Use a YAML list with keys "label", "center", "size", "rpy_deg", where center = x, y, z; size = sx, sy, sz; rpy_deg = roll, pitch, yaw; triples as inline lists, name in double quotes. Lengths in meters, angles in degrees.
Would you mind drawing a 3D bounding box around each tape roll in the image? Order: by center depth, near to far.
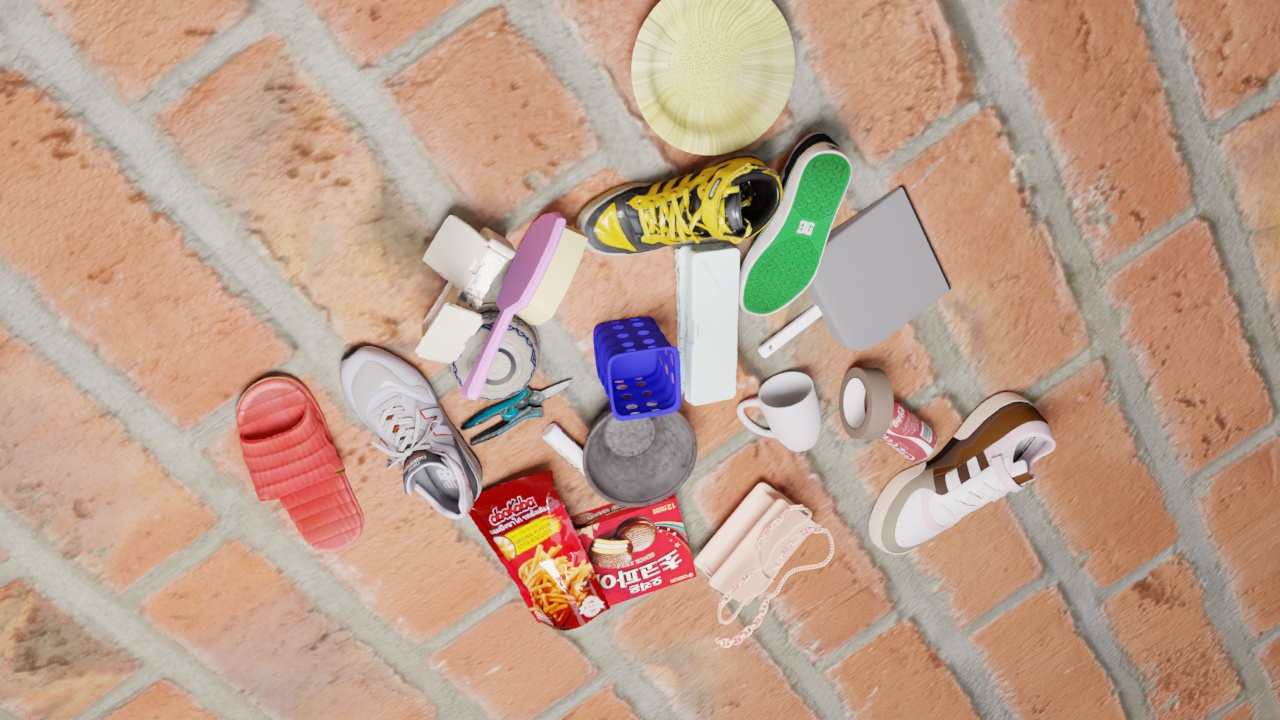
- label: "tape roll"
  center: [0.293, 0.056, 1.193]
  size: [0.030, 0.093, 0.094]
  rpy_deg: [1, 112, -14]

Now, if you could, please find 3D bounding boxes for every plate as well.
- label: "plate"
  center: [0.077, -0.324, 1.018]
  size: [0.184, 0.036, 0.184]
  rpy_deg: [-5, 113, -11]

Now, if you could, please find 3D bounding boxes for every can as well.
- label: "can"
  center: [0.354, 0.094, 1.245]
  size: [0.096, 0.054, 0.054]
  rpy_deg: [35, 100, -23]

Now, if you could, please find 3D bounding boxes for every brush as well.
- label: "brush"
  center: [-0.131, -0.056, 1.019]
  size: [0.043, 0.089, 0.228]
  rpy_deg: [29, 80, -28]

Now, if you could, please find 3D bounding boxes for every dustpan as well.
- label: "dustpan"
  center: [0.259, -0.082, 1.167]
  size: [0.257, 0.033, 0.163]
  rpy_deg: [-37, 115, -6]

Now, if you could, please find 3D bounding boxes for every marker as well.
- label: "marker"
  center: [-0.076, 0.128, 1.177]
  size: [0.025, 0.025, 0.126]
  rpy_deg: [-42, 115, 6]

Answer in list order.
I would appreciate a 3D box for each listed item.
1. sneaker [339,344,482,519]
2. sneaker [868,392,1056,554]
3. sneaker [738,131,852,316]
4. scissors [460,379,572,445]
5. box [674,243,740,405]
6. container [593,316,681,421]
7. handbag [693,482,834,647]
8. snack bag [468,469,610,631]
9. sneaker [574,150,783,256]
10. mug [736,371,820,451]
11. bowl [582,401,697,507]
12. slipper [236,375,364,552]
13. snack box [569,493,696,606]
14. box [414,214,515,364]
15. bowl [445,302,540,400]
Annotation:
- label: "sneaker"
  center: [-0.259, 0.094, 1.065]
  size: [0.089, 0.124, 0.240]
  rpy_deg: [-35, 115, 2]
- label: "sneaker"
  center: [0.453, 0.180, 1.269]
  size: [0.294, 0.116, 0.111]
  rpy_deg: [-42, 115, 6]
- label: "sneaker"
  center: [0.178, -0.160, 1.098]
  size: [0.084, 0.079, 0.236]
  rpy_deg: [12, 126, -14]
- label: "scissors"
  center: [-0.156, 0.056, 1.132]
  size: [0.135, 0.019, 0.130]
  rpy_deg: [16, 107, -21]
- label: "box"
  center: [0.085, -0.044, 1.128]
  size: [0.086, 0.072, 0.199]
  rpy_deg: [1, 112, 7]
- label: "container"
  center: [-0.006, 0.006, 1.093]
  size: [0.084, 0.113, 0.085]
  rpy_deg: [-8, 113, -10]
- label: "handbag"
  center: [0.176, 0.285, 1.209]
  size: [0.116, 0.187, 0.199]
  rpy_deg: [38, 93, -35]
- label: "snack bag"
  center: [-0.130, 0.244, 1.181]
  size: [0.139, 0.066, 0.208]
  rpy_deg: [-19, 104, 23]
- label: "sneaker"
  center: [0.049, -0.165, 1.031]
  size: [0.238, 0.122, 0.086]
  rpy_deg: [-22, 114, -5]
- label: "mug"
  center: [0.182, 0.074, 1.198]
  size: [0.107, 0.071, 0.089]
  rpy_deg: [-8, 126, 21]
- label: "bowl"
  center: [-0.007, 0.106, 1.160]
  size: [0.145, 0.067, 0.145]
  rpy_deg: [-5, 113, -11]
- label: "slipper"
  center: [-0.403, 0.136, 1.087]
  size: [0.103, 0.059, 0.249]
  rpy_deg: [-18, 116, -6]
- label: "snack box"
  center: [-0.014, 0.254, 1.237]
  size: [0.152, 0.036, 0.133]
  rpy_deg: [-18, 115, -5]
- label: "box"
  center: [-0.199, -0.076, 0.976]
  size: [0.081, 0.181, 0.143]
  rpy_deg: [31, 95, -21]
- label: "bowl"
  center: [-0.173, -0.004, 1.080]
  size: [0.115, 0.059, 0.116]
  rpy_deg: [-5, 113, -11]
